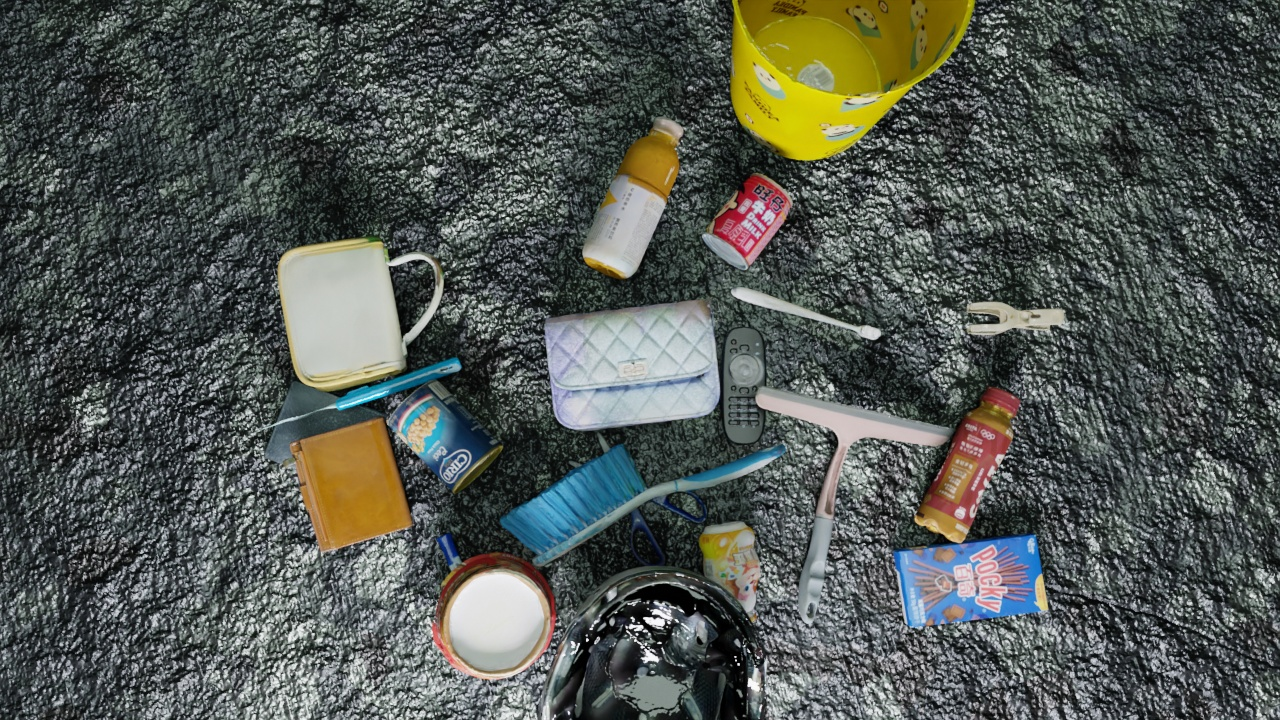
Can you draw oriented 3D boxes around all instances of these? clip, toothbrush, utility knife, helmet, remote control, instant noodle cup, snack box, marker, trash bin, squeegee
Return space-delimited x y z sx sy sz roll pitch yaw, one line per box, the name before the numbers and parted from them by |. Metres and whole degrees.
clip | 0.427 -0.048 1.055 0.100 0.071 0.034 -1 83 7
toothbrush | 0.192 -0.056 1.069 0.180 0.016 0.016 17 82 3
utility knife | -0.319 0.041 1.039 0.238 0.034 0.018 -20 98 -10
helmet | 0.014 0.339 0.961 0.230 0.157 0.274 9 95 1
remote control | 0.118 0.029 1.057 0.053 0.024 0.136 1 83 2
instant noodle cup | -0.152 0.276 0.979 0.138 0.109 0.137 2 79 -11
snack box | 0.370 0.246 1.030 0.157 0.026 0.084 -7 83 0
marker | -0.195 0.265 1.039 0.017 0.017 0.145 -24 84 -2
trash bin | 0.199 -0.341 0.978 0.229 0.255 0.229 0 84 0
squeegee | 0.211 0.171 1.034 0.247 0.040 0.249 13 90 -16

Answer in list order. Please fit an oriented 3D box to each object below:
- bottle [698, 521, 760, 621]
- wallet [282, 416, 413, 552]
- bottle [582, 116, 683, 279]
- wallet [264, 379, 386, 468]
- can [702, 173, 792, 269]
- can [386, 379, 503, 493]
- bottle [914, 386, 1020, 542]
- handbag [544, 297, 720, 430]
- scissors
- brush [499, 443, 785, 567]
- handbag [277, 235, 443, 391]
bottle | 0.102 0.235 1.016 0.063 0.063 0.108 -10 84 -1
wallet | -0.330 0.141 1.027 0.119 0.035 0.130 -15 94 -11
bottle | -0.004 -0.189 1.058 0.068 0.068 0.189 23 85 3
wallet | -0.365 0.086 1.060 0.121 0.019 0.097 20 85 4
can | 0.124 -0.160 1.055 0.066 0.066 0.093 37 86 4
can | -0.220 0.084 1.029 0.111 0.075 0.075 45 86 5
bottle | 0.370 0.115 1.028 0.057 0.057 0.175 27 85 3
handbag | -0.006 0.006 1.035 0.194 0.075 0.134 -7 84 -1
scissors | 0.002 0.158 1.051 0.164 0.012 0.162 -8 83 2
brush | 0.004 0.137 1.025 0.314 0.060 0.109 -31 87 -4
handbag | -0.310 -0.058 1.053 0.178 0.063 0.163 -12 83 -5
